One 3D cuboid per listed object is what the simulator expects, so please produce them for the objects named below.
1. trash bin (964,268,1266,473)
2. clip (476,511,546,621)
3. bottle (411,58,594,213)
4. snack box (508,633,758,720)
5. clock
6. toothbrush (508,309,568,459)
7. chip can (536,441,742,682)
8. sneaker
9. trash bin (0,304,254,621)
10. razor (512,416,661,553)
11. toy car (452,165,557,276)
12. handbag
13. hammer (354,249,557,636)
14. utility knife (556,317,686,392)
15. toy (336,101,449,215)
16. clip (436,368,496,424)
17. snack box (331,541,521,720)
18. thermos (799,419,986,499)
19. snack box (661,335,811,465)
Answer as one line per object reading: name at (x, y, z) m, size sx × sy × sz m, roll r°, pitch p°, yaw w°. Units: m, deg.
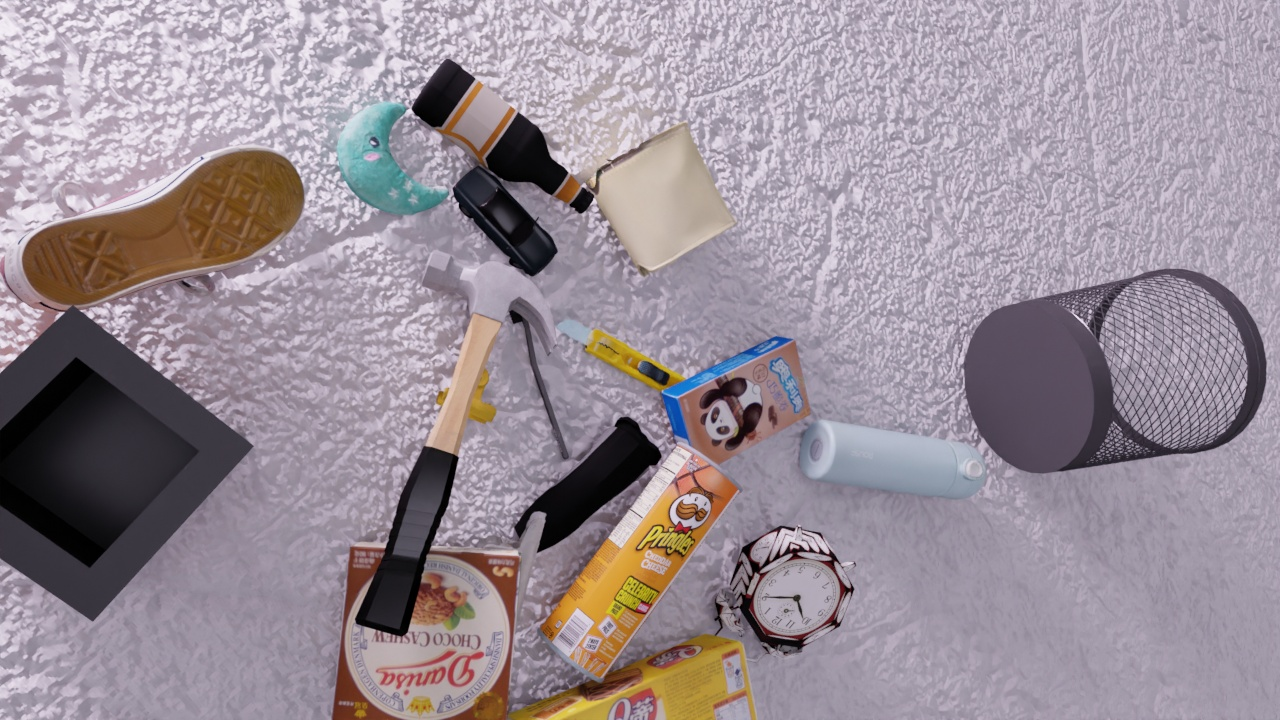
trash bin at (0.523, 0.016, 1.040) m, size 0.227 × 0.218 × 0.217 m, roll -8°, pitch 89°, yaw -21°
clip at (-0.122, 0.179, 0.832) m, size 0.058 × 0.050 × 0.102 m, roll 17°, pitch 100°, yaw 5°
bottle at (-0.120, -0.199, 0.851) m, size 0.181 × 0.059 × 0.059 m, roll 36°, pitch 72°, yaw -17°
snack box at (-0.001, 0.339, 0.837) m, size 0.229 × 0.062 × 0.110 m, roll -11°, pitch 91°, yaw -33°
clock at (0.137, 0.238, 0.925) m, size 0.114 × 0.065 × 0.155 m, roll 35°, pitch 101°, yaw -18°
toothbrush at (-0.096, 0.014, 0.869) m, size 0.013 × 0.013 × 0.167 m, roll -20°, pitch 93°, yaw -16°
chip can at (0.001, 0.182, 0.843) m, size 0.075 × 0.075 × 0.215 m, roll 40°, pitch 81°, yaw -16°
sneaker at (-0.375, -0.100, 0.715) m, size 0.240 × 0.088 × 0.118 m, roll -38°, pitch 114°, yaw -46°
trash bin at (-0.382, 0.071, 0.648) m, size 0.139 × 0.172 × 0.139 m, roll 43°, pitch 70°, yaw -15°
razor at (-0.054, 0.121, 0.854) m, size 0.156 × 0.060 × 0.057 m, roll -42°, pitch 97°, yaw -18°
toy car at (-0.125, -0.130, 0.857) m, size 0.112 × 0.034 × 0.046 m, roll 47°, pitch 69°, yaw -14°
handbag at (0.019, -0.158, 0.903) m, size 0.111 × 0.081 × 0.119 m, roll -32°, pitch 100°, yaw -16°
hammer at (-0.165, 0.065, 0.779) m, size 0.131 × 0.039 × 0.327 m, roll 20°, pitch 67°, yaw -12°
utility knife at (-0.005, 0.005, 0.911) m, size 0.179 × 0.017 × 0.030 m, roll 28°, pitch 67°, yaw -16°
toy at (-0.227, -0.178, 0.819) m, size 0.084 × 0.033 × 0.105 m, roll -28°, pitch 96°, yaw -34°
clip at (-0.156, 0.031, 0.839) m, size 0.054 × 0.045 × 0.049 m, roll 24°, pitch 33°, yaw -19°
snack box at (-0.178, 0.231, 0.776) m, size 0.143 × 0.041 × 0.147 m, roll 5°, pitch 84°, yaw -7°
thermos at (0.277, 0.110, 0.994) m, size 0.206 × 0.078 × 0.065 m, roll 10°, pitch 77°, yaw -21°
snack box at (0.100, 0.043, 0.931) m, size 0.151 × 0.034 × 0.087 m, roll -25°, pitch 111°, yaw -24°
